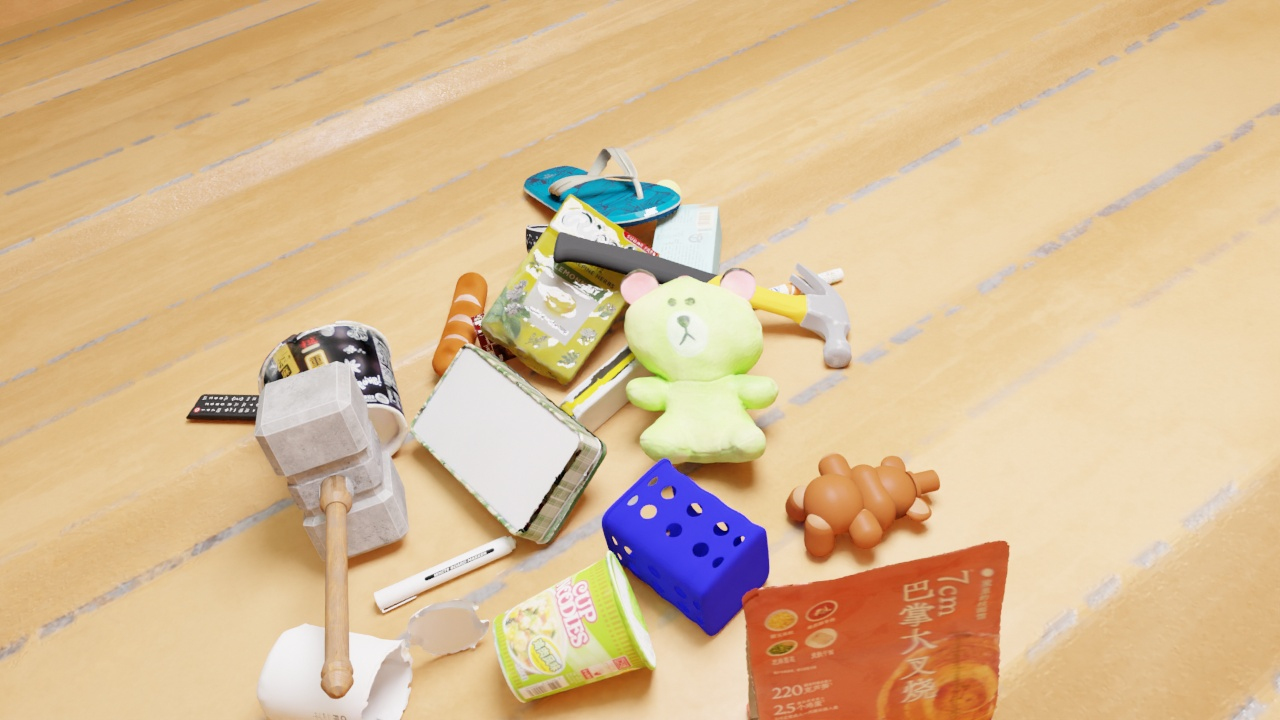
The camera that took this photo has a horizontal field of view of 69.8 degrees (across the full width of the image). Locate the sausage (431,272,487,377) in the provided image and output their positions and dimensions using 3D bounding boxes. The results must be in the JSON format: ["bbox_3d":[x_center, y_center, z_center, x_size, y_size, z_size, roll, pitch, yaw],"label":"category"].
[{"bbox_3d":[-0.207,-0.040,1.061,0.039,0.044,0.163,0,44,5],"label":"sausage"}]

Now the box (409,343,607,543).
[{"bbox_3d":[-0.131,0.076,0.886,0.205,0.051,0.117,32,89,37],"label":"box"}]

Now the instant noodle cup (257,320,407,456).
[{"bbox_3d":[-0.305,0.045,0.938,0.137,0.137,0.112,-25,54,-14],"label":"instant noodle cup"}]

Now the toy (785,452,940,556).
[{"bbox_3d":[0.197,0.122,0.803,0.127,0.065,0.094,-11,50,-12],"label":"toy"}]

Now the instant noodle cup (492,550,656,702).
[{"bbox_3d":[-0.055,0.217,0.729,0.108,0.099,0.098,-22,44,0],"label":"instant noodle cup"}]

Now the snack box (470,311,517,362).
[{"bbox_3d":[-0.116,-0.044,1.041,0.140,0.051,0.031,-20,44,-9],"label":"snack box"}]

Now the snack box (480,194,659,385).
[{"bbox_3d":[-0.078,-0.074,0.994,0.121,0.045,0.180,35,80,0],"label":"snack box"}]

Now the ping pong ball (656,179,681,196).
[{"bbox_3d":[0.034,-0.215,1.195,0.040,0.040,0.040,-6,43,6],"label":"ping pong ball"}]

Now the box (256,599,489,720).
[{"bbox_3d":[-0.214,0.242,0.743,0.156,0.084,0.125,6,39,16],"label":"box"}]

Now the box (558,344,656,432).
[{"bbox_3d":[-0.004,0.006,0.953,0.037,0.065,0.209,42,62,16],"label":"box"}]

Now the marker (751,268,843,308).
[{"bbox_3d":[0.161,-0.077,1.041,0.145,0.017,0.017,-18,43,-6],"label":"marker"}]

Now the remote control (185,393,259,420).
[{"bbox_3d":[-0.444,0.055,1.034,0.147,0.015,0.033,0,44,13],"label":"remote control"}]

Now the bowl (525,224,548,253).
[{"bbox_3d":[-0.078,-0.123,1.095,0.120,0.066,0.120,5,13,-1],"label":"bowl"}]

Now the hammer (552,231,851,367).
[{"bbox_3d":[0.067,-0.082,0.968,0.323,0.029,0.126,15,44,-7],"label":"hammer"}]

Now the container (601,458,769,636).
[{"bbox_3d":[0.040,0.157,0.773,0.114,0.084,0.085,31,59,35],"label":"container"}]

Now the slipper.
[{"bbox_3d":[-0.066,-0.228,1.177,0.118,0.060,0.295,-32,34,-22],"label":"slipper"}]

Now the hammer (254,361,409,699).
[{"bbox_3d":[-0.246,0.149,0.743,0.083,0.163,0.317,-19,32,-8],"label":"hammer"}]

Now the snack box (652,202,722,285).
[{"bbox_3d":[0.053,-0.117,1.080,0.075,0.053,0.174,-2,42,11],"label":"snack box"}]

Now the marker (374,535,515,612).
[{"bbox_3d":[-0.175,0.192,0.832,0.133,0.017,0.020,-22,81,-11],"label":"marker"}]

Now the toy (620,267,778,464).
[{"bbox_3d":[0.057,0.009,0.887,0.150,0.107,0.196,-4,63,11],"label":"toy"}]

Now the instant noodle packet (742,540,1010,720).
[{"bbox_3d":[0.151,0.200,0.604,0.164,0.221,0.083,-11,45,0],"label":"instant noodle packet"}]
